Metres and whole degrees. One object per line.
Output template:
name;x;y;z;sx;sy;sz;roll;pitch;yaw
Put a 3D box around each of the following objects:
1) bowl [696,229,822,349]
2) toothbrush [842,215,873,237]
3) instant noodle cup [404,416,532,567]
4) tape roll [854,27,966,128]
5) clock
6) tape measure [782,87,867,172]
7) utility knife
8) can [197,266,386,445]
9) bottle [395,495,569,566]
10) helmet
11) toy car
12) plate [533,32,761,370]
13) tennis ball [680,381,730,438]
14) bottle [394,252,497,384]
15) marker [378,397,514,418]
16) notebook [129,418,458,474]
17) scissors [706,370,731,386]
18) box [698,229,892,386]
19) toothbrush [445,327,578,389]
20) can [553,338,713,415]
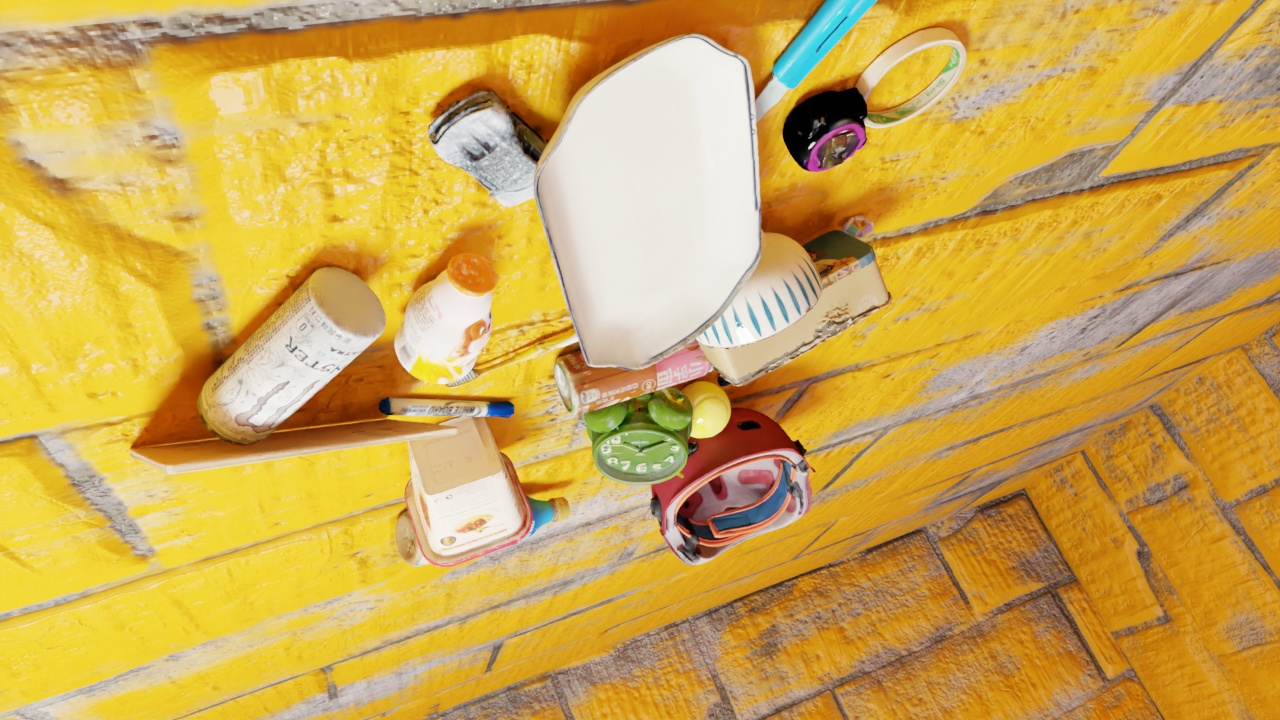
bowl;0.085;-0.069;0.760;0.116;0.116;0.066;-26;115;3
toothbrush;0.193;-0.080;0.920;0.029;0.021;0.189;3;151;-4
instant noodle cup;-0.176;0.124;0.909;0.116;0.116;0.124;-18;144;-15
tape roll;0.195;-0.204;0.670;0.085;0.014;0.086;-21;157;-9
clock;-0.001;0.073;0.979;0.116;0.056;0.161;-3;138;1
tape measure;0.134;-0.164;0.664;0.057;0.039;0.058;-19;157;-12
utility knife;0.120;-0.211;0.578;0.034;0.018;0.188;-5;152;-40
can;-0.240;-0.001;0.628;0.147;0.058;0.058;-36;154;26
bottle;-0.181;0.194;1.101;0.218;0.065;0.065;-5;150;-39
helmet;0.100;0.135;1.155;0.207;0.143;0.240;-23;144;-5
toy car;-0.083;-0.123;0.553;0.049;0.031;0.105;-30;157;15
plate;0.007;-0.097;0.616;0.162;0.034;0.266;-33;146;-13
tennis ball;0.070;0.056;1.045;0.065;0.065;0.065;-20;157;-9
bottle;-0.136;-0.031;0.658;0.063;0.063;0.109;-8;152;-34
marker;-0.175;0.044;0.842;0.017;0.017;0.145;-39;153;31
notebook;-0.266;0.062;0.709;0.207;0.008;0.148;-6;-177;-38
scissors;0.140;-0.017;1.024;0.163;0.012;0.161;-16;154;-21
box;0.125;-0.045;0.821;0.184;0.090;0.061;-28;115;-6
toothbrush;-0.083;-0.016;0.807;0.191;0.016;0.018;-22;148;-4
can;-0.005;0.005;0.871;0.147;0.058;0.058;-17;156;-17
